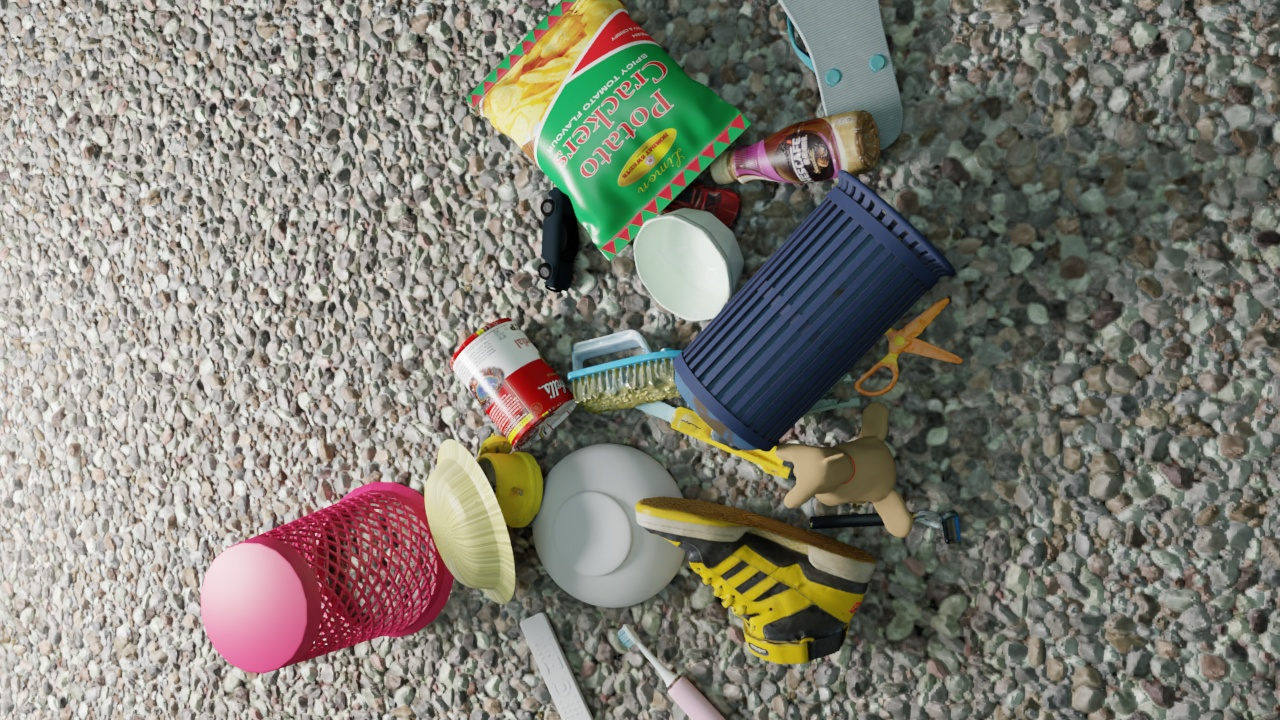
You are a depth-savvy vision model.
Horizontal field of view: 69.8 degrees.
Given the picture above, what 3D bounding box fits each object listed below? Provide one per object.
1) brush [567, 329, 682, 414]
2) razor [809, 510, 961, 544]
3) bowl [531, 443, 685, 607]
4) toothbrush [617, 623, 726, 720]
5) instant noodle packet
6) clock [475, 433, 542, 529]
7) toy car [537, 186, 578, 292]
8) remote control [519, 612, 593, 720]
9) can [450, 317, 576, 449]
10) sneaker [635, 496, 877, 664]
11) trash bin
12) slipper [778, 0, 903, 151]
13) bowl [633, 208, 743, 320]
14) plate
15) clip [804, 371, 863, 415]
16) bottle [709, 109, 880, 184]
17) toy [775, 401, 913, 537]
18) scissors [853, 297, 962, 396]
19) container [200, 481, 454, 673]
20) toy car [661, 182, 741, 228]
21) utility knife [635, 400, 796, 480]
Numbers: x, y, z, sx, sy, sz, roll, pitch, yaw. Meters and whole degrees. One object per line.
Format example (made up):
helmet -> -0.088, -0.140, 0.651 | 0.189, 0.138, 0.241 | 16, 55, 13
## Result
brush -> -0.006, 0.006, 0.965 | 0.136, 0.055, 0.075 | -13, 67, 18
razor -> 0.238, 0.158, 0.903 | 0.144, 0.022, 0.043 | -2, 129, 22
bowl -> -0.041, 0.178, 0.969 | 0.177, 0.066, 0.176 | 0, 90, 18
toothbrush -> 0.058, 0.361, 0.960 | 0.222, 0.027, 0.026 | 44, 100, 14
instant noodle packet -> -0.040, -0.259, 0.951 | 0.196, 0.090, 0.252 | -43, 74, 8
clock -> -0.152, 0.133, 1.002 | 0.118, 0.057, 0.083 | 47, 121, 48
toy car -> -0.086, -0.130, 0.993 | 0.034, 0.046, 0.112 | 2, 89, 23
remote control -> -0.092, 0.343, 1.015 | 0.033, 0.012, 0.131 | -29, 82, 18
can -> -0.137, 0.025, 0.988 | 0.087, 0.086, 0.116 | -42, 79, 14
sneaker -> 0.100, 0.216, 0.903 | 0.238, 0.086, 0.122 | 14, 93, 7
trash bin -> 0.152, -0.037, 0.860 | 0.139, 0.139, 0.250 | 45, 104, 13
slipper -> 0.194, -0.335, 0.904 | 0.098, 0.054, 0.269 | -21, 95, 14
bowl -> 0.057, -0.104, 0.927 | 0.117, 0.061, 0.118 | 25, 135, 27
plate -> -0.193, 0.177, 0.974 | 0.184, 0.036, 0.185 | 34, 133, 47
clip -> 0.185, 0.045, 0.913 | 0.078, 0.023, 0.050 | -36, 77, 23
bottle -> 0.147, -0.201, 0.900 | 0.166, 0.059, 0.059 | -3, 89, 34
toy -> 0.190, 0.105, 0.873 | 0.106, 0.108, 0.134 | -33, 59, 51
scissors -> 0.249, -0.023, 0.902 | 0.125, 0.011, 0.128 | -44, 78, 14
container -> -0.336, 0.235, 0.982 | 0.183, 0.225, 0.183 | 0, 90, 18
toy car -> 0.060, -0.164, 0.952 | 0.091, 0.036, 0.042 | 16, 94, 12
utility knife -> 0.079, 0.078, 0.958 | 0.191, 0.018, 0.030 | 22, 88, 20
